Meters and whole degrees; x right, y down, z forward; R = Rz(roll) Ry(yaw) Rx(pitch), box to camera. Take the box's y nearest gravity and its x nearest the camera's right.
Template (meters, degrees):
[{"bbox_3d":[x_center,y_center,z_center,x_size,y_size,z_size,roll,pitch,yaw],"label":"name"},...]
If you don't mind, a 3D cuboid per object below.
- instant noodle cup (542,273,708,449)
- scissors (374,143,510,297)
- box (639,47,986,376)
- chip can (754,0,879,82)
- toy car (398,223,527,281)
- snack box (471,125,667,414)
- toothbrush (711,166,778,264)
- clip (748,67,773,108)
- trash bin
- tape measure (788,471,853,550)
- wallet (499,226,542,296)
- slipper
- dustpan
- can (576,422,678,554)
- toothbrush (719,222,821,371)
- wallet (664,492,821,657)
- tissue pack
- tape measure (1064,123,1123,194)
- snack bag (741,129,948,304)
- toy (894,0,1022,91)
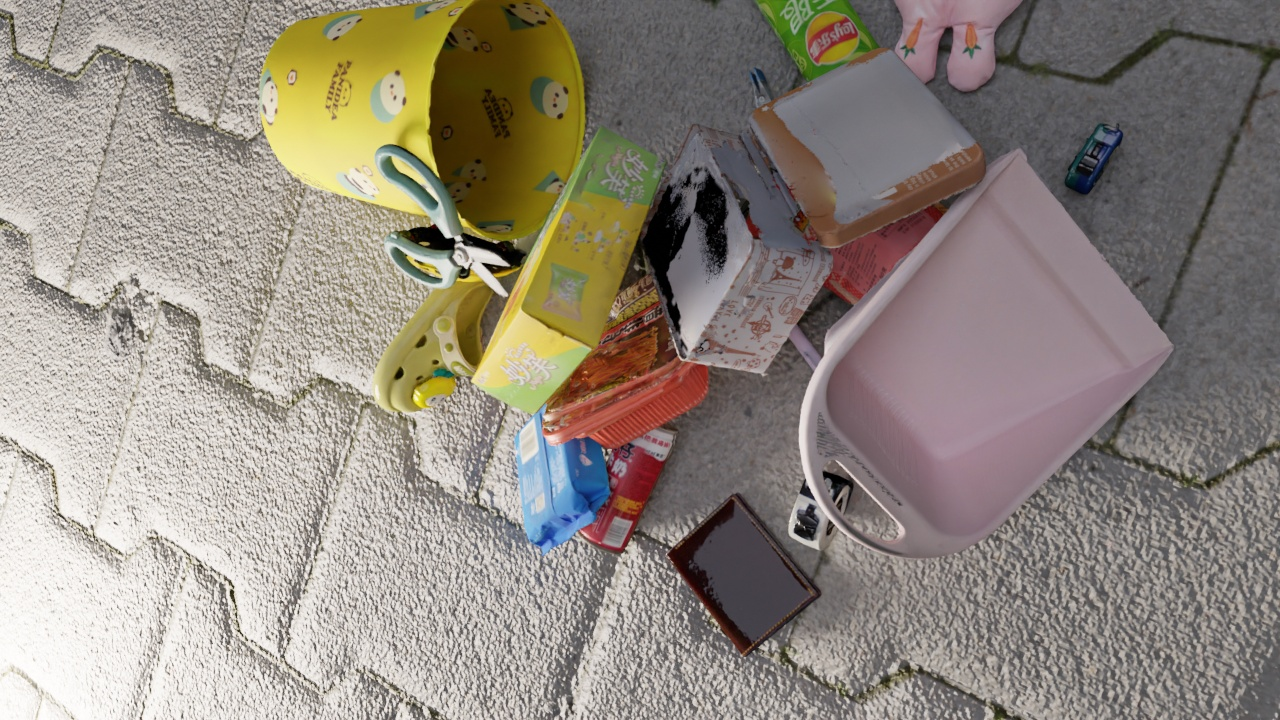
[{"bbox_3d":[-0.005,0.005,0.850,0.165,0.188,0.079,-29,119,21],"label":"instant noodle cup"},{"bbox_3d":[-0.188,-0.107,0.835,0.172,0.019,0.180,47,143,-3],"label":"scissors"},{"bbox_3d":[0.116,-0.130,0.735,0.275,0.124,0.178,-41,42,23],"label":"box"},{"bbox_3d":[0.146,-0.326,0.835,0.073,0.072,0.221,-34,75,18],"label":"chip can"},{"bbox_3d":[-0.183,-0.104,0.906,0.156,0.071,0.041,19,118,31],"label":"toy car"},{"bbox_3d":[-0.063,-0.077,0.806,0.070,0.158,0.209,26,59,-12],"label":"snack box"},{"bbox_3d":[0.121,-0.167,0.871,0.017,0.012,0.186,39,103,14],"label":"toothbrush"},{"bbox_3d":[0.117,-0.249,0.872,0.030,0.024,0.057,-21,85,26],"label":"clip"},{"bbox_3d":[-0.224,-0.249,0.921,0.256,0.229,0.229,12,92,29],"label":"trash bin"},{"bbox_3d":[0.158,0.132,0.809,0.033,0.065,0.066,22,94,27],"label":"tape measure"},{"bbox_3d":[-0.084,-0.092,0.955,0.121,0.019,0.097,28,100,21],"label":"wallet"},{"bbox_3d":[-0.205,-0.014,0.966,0.081,0.091,0.191,38,99,18],"label":"slipper"},{"bbox_3d":[0.255,0.021,0.696,0.222,0.138,0.274,42,116,-13],"label":"dustpan"},{"bbox_3d":[-0.013,0.117,0.891,0.053,0.053,0.133,27,98,23],"label":"can"},{"bbox_3d":[0.121,-0.060,0.855,0.189,0.021,0.029,57,144,9],"label":"toothbrush"},{"bbox_3d":[0.094,0.200,0.860,0.096,0.020,0.122,-44,71,10],"label":"wallet"},{"bbox_3d":[-0.076,0.104,0.889,0.095,0.052,0.157,-44,45,36],"label":"tissue pack"},{"bbox_3d":[0.364,-0.163,0.740,0.025,0.058,0.054,35,105,21],"label":"tape measure"},{"bbox_3d":[0.196,-0.114,0.811,0.208,0.073,0.129,42,115,25],"label":"snack bag"},{"bbox_3d":[0.274,-0.316,0.792,0.121,0.054,0.159,10,99,24],"label":"toy"}]
